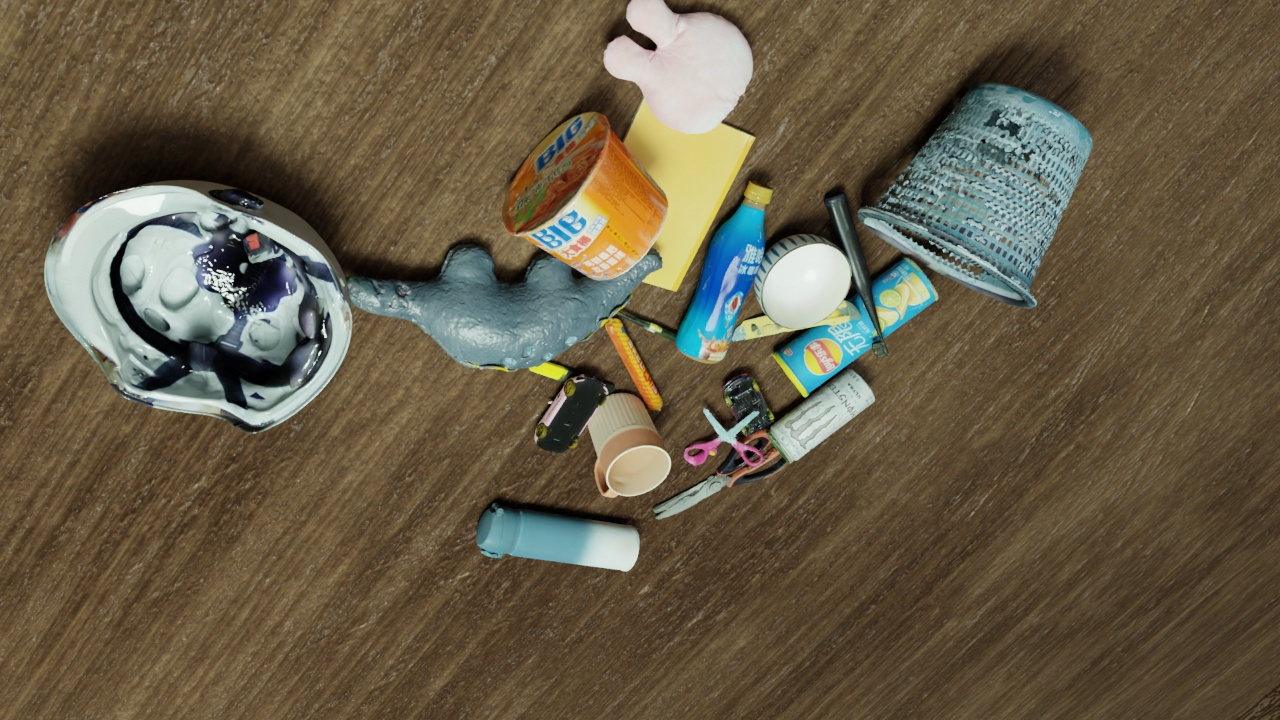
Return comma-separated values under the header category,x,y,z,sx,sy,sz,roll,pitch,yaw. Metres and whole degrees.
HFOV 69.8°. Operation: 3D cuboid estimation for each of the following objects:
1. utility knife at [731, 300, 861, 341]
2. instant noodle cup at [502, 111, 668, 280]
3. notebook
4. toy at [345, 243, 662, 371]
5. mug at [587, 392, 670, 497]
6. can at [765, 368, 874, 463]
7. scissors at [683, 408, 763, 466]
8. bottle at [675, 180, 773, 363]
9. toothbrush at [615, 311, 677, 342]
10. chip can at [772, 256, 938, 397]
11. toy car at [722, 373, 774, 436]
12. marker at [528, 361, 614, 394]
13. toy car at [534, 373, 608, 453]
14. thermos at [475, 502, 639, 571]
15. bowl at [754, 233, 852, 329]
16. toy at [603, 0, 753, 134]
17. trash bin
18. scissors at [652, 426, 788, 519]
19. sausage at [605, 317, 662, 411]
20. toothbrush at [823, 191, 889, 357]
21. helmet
category,x,y,z,sx,sy,sz,roll,pitch,yaw
utility knife,0.194,-0.049,1.157,0.163,0.018,0.031,-11,92,16
instant noodle cup,-0.051,-0.160,0.941,0.151,0.151,0.111,-45,126,12
notebook,0.024,-0.184,1.038,0.145,0.010,0.207,14,116,-27
toy,-0.147,-0.057,1.014,0.355,0.091,0.138,-4,114,-18
mug,-0.024,0.115,1.155,0.081,0.105,0.115,13,122,-29
can,0.244,0.075,1.244,0.146,0.058,0.058,-37,126,-1
scissors,0.119,0.109,1.234,0.135,0.017,0.134,32,126,-21
bottle,0.103,-0.103,1.081,0.065,0.065,0.219,9,115,-24
toothbrush,0.021,-0.039,1.130,0.185,0.017,0.012,23,110,-32
chip can,0.275,-0.042,1.179,0.210,0.071,0.071,-37,126,6
toy car,0.142,0.057,1.222,0.049,0.031,0.106,-31,131,2
marker,-0.084,0.020,1.133,0.124,0.015,0.018,19,120,-32
toy car,-0.088,0.065,1.144,0.056,0.037,0.123,20,117,-32
thermos,-0.111,0.241,1.237,0.220,0.070,0.070,13,117,-26
bowl,0.189,-0.104,1.113,0.116,0.066,0.117,-8,124,-13
toy,0.041,-0.305,0.936,0.159,0.054,0.121,25,103,-31
trash bin,0.397,-0.197,1.051,0.226,0.226,0.195,26,98,-31
scissors,0.113,0.157,1.290,0.206,0.015,0.194,3,122,-21
sausage,-0.007,0.007,1.145,0.021,0.021,0.165,-28,127,0
toothbrush,0.267,-0.101,1.119,0.027,0.026,0.213,-18,105,10
helmet,-0.404,-0.071,0.881,0.258,0.145,0.229,26,110,-21
